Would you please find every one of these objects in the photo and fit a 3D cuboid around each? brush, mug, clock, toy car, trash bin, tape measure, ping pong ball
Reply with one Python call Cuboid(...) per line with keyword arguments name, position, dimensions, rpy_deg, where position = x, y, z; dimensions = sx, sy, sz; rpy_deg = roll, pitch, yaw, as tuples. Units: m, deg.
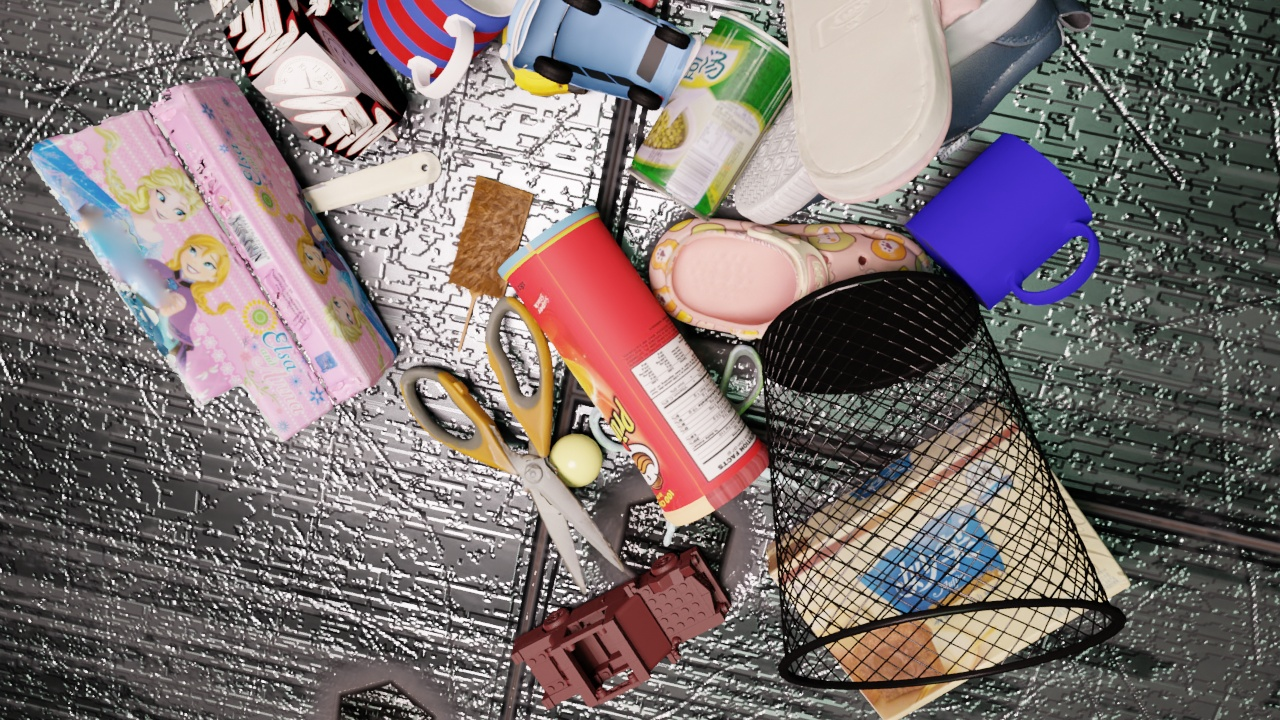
Cuboid(name="brush", position=(-0.249, -0.116, 0.676), dimensions=(0.218, 0.012, 0.033), rpy_deg=(-14, 102, 7))
Cuboid(name="mug", position=(-0.126, -0.213, 0.581), dimensions=(0.076, 0.075, 0.111), rpy_deg=(-26, 57, 42))
Cuboid(name="brush", position=(-0.117, -0.068, 0.671), dimensions=(0.048, 0.017, 0.126), rpy_deg=(19, 105, 0))
Cuboid(name="mug", position=(0.240, -0.080, 0.592), dimensions=(0.084, 0.111, 0.079), rpy_deg=(-44, 139, 13))
Cuboid(name="clock", position=(-0.214, -0.211, 0.595), dimensions=(0.065, 0.114, 0.154), rpy_deg=(-36, 96, 12))
Cuboid(name="toy car", position=(-0.025, -0.199, 0.575), dimensions=(0.055, 0.153, 0.056), rpy_deg=(42, 117, 32))
Cuboid(name="toy car", position=(-0.017, 0.213, 0.709), dimensions=(0.170, 0.061, 0.070), rpy_deg=(-30, 100, 11))
Cuboid(name="trash bin", position=(0.160, 0.071, 0.558), dimensions=(0.184, 0.184, 0.209), rpy_deg=(-10, 59, 7))
Cuboid(name="tape measure", position=(-0.065, -0.213, 0.620), dimensions=(0.064, 0.037, 0.066), rpy_deg=(7, 104, 3))
Cuboid(name="ping pong ball", position=(-0.048, 0.075, 0.689), dimensions=(0.040, 0.040, 0.040), rpy_deg=(1, 104, 5))

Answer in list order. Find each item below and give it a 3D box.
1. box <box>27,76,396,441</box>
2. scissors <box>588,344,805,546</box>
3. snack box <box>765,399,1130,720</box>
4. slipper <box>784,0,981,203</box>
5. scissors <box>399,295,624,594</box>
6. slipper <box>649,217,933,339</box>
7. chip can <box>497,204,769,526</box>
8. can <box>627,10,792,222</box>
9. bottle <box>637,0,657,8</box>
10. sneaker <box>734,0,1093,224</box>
Cuboid(name="box", position=(-0.259, -0.067, 0.606), dimensions=(0.062, 0.160, 0.230), rpy_deg=(-17, 109, 29))
Cuboid(name="scissors", position=(0.044, 0.064, 0.694), dimensions=(0.173, 0.021, 0.171), rpy_deg=(19, 102, -4))
Cuboid(name="snack box", position=(0.220, 0.151, 0.676), dimensions=(0.208, 0.055, 0.153), rpy_deg=(-36, 98, 12))
Cuboid(name="slipper", position=(0.138, -0.199, 0.527), dimensions=(0.114, 0.273, 0.054), rpy_deg=(-18, 143, 40))
Cuboid(name="scissors", position=(-0.096, 0.071, 0.677), dimensions=(0.176, 0.016, 0.225), rpy_deg=(-17, 92, 23))
Cuboid(name="slipper", position=(0.102, -0.047, 0.626), dimensions=(0.197, 0.081, 0.093), rpy_deg=(6, 105, 6))
Cuboid(name="chip can", position=(-0.004, 0.004, 0.635), dimensions=(0.087, 0.087, 0.213), rpy_deg=(-34, 93, 12))
Cuboid(name="can", position=(0.050, -0.159, 0.604), dimensions=(0.067, 0.067, 0.121), rpy_deg=(32, 101, -3))
Cuboid(name="bottle", position=(-0.043, -0.277, 0.590), dimensions=(0.137, 0.062, 0.062), rpy_deg=(33, 104, -3))
Cuboid(name="sneaker", position=(0.167, -0.161, 0.591), dimensions=(0.236, 0.089, 0.087), rpy_deg=(-37, 127, 26))
